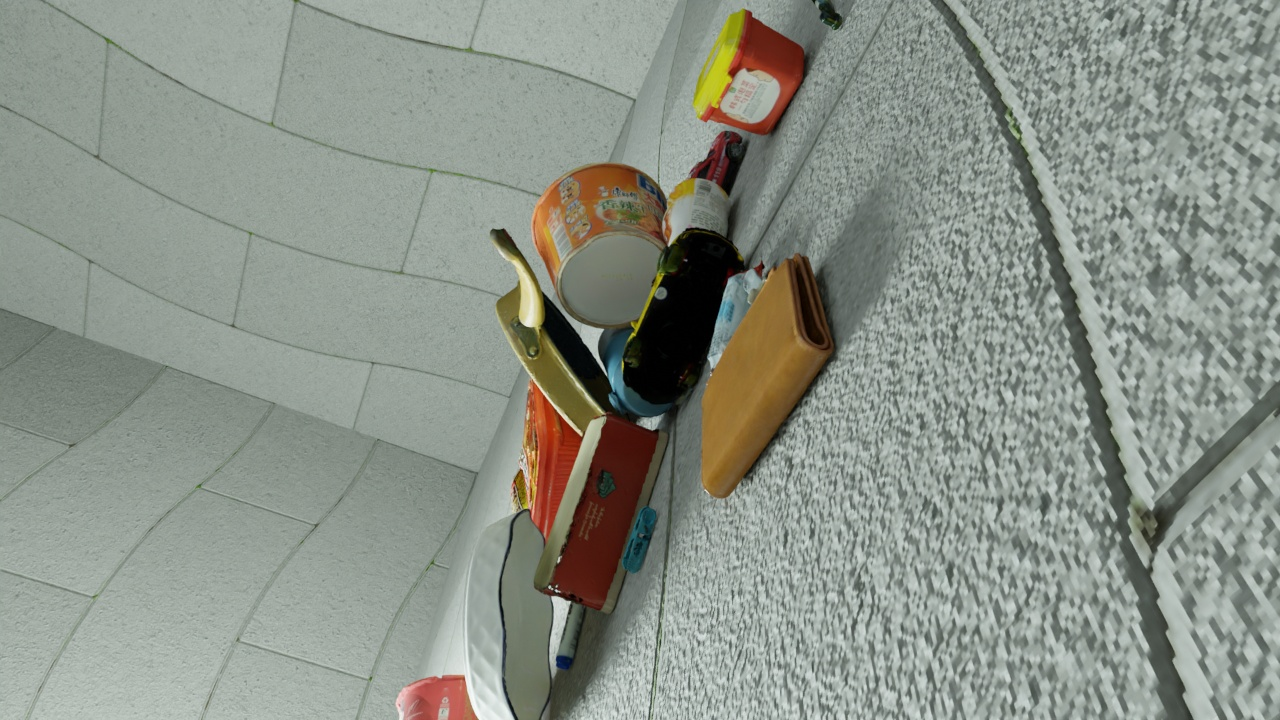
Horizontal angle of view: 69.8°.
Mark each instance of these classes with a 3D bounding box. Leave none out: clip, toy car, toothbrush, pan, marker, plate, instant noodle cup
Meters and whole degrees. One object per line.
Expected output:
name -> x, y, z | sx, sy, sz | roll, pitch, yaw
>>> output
clip -> -0.001, 0.147, 0.755 | 0.041, 0.014, 0.056 | 159, 132, -76
clip -> 0.092, -0.044, 0.650 | 0.056, 0.028, 0.024 | -103, 31, -56
toy car -> 0.032, -0.037, 0.780 | 0.041, 0.071, 0.156 | -106, 37, -71
toothbrush -> 0.161, -0.325, 0.830 | 0.185, 0.017, 0.012 | -86, 16, -59
pan -> -0.090, -0.031, 0.902 | 0.078, 0.197, 0.357 | -36, -24, 4
toy car -> 0.070, -0.184, 0.959 | 0.053, 0.045, 0.120 | -176, 109, -78
marker -> -0.058, 0.226, 0.890 | 0.017, 0.017, 0.145 | 124, 163, -54
plate -> -0.118, 0.240, 0.836 | 0.205, 0.045, 0.205 | -3, -92, -85
instant noodle cup -> -0.187, 0.398, 0.923 | 0.108, 0.138, 0.138 | -89, 22, -47
instant noodle cup -> -0.033, -0.111, 0.942 | 0.111, 0.151, 0.152 | -105, 34, -49
instant noodle cup -> -0.103, 0.123, 1.053 | 0.164, 0.079, 0.189 | -113, 27, -64

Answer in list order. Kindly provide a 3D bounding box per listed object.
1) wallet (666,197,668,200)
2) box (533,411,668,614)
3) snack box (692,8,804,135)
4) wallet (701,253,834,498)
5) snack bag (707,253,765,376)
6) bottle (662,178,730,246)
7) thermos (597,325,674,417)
wallet -> 0.019, -0.134, 1.074 | 0.107, 0.040, 0.132 | -39, 29, 32
box -> -0.044, 0.133, 0.826 | 0.091, 0.078, 0.168 | 150, 140, -73
snack box -> 0.100, -0.258, 0.841 | 0.091, 0.080, 0.081 | 122, 166, -48
wallet -> 0.075, 0.008, 0.582 | 0.107, 0.031, 0.132 | -87, 21, -52
snack bag -> 0.071, -0.030, 0.688 | 0.045, 0.026, 0.105 | -25, 45, 63
bottle -> 0.051, -0.124, 0.877 | 0.063, 0.063, 0.108 | 121, 166, -46
thermos -> -0.005, 0.005, 0.912 | 0.220, 0.070, 0.070 | -118, 50, -77
